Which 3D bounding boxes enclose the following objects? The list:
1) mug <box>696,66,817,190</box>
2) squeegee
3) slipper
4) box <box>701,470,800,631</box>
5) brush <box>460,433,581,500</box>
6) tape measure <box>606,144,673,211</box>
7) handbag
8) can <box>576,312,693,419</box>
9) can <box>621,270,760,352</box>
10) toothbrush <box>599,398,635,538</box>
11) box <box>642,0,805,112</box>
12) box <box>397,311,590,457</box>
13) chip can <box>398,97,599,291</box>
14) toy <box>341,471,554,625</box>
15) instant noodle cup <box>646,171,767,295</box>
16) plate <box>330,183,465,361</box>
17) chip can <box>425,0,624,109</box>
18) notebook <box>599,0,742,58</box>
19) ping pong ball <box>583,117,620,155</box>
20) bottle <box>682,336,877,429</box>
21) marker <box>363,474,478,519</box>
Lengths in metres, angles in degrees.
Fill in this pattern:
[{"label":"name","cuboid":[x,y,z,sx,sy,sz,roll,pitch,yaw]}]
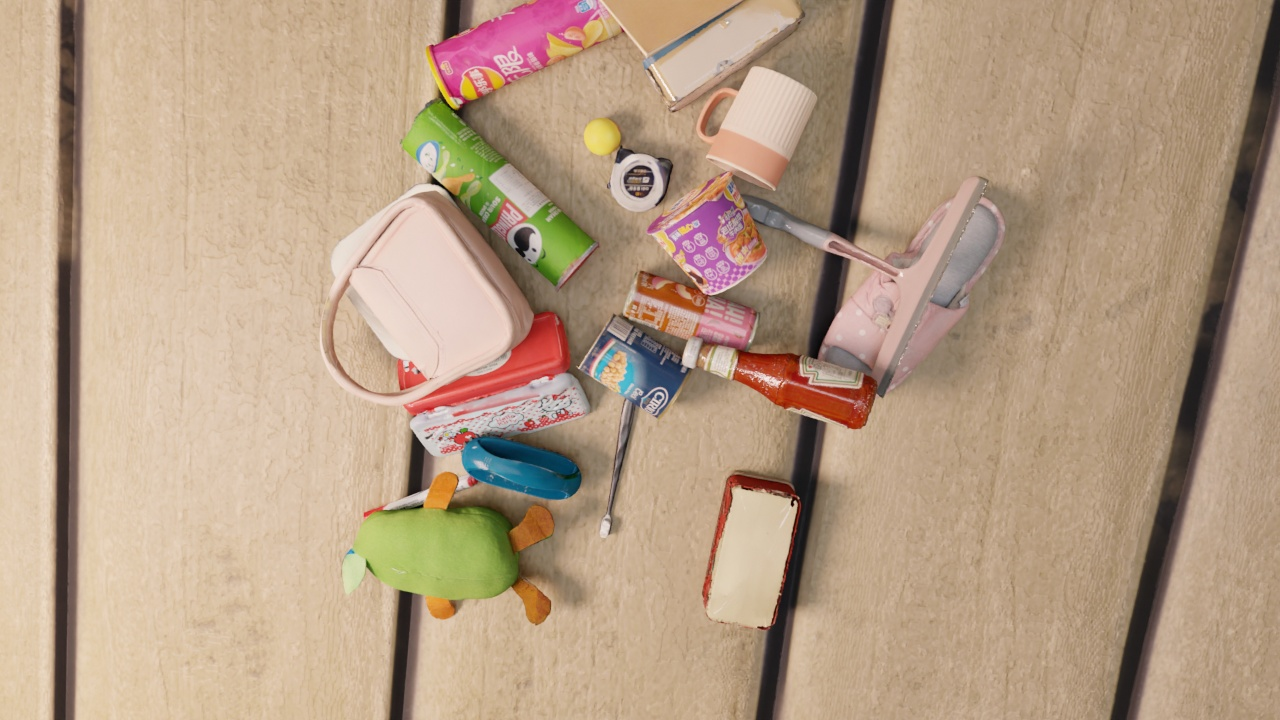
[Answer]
[{"label":"mug","cuboid":[0.118,-0.254,0.986,0.114,0.081,0.106,30,99,27]},{"label":"squeegee","cuboid":[0.206,-0.127,0.993,0.250,0.040,0.248,29,115,20]},{"label":"slipper","cuboid":[0.300,-0.065,1.017,0.114,0.054,0.274,38,100,-5]},{"label":"box","cuboid":[0.126,0.222,1.064,0.091,0.076,0.168,11,100,-1]},{"label":"brush","cuboid":[-0.133,0.124,1.043,0.143,0.073,0.055,19,90,-21]},{"label":"tape measure","cuboid":[-0.002,-0.198,1.017,0.066,0.033,0.066,17,98,1]},{"label":"handbag","cuboid":[-0.251,-0.047,0.994,0.234,0.093,0.193,-37,92,13]},{"label":"can","cuboid":[-0.006,0.006,1.032,0.111,0.075,0.075,33,99,-3]},{"label":"can","cuboid":[0.056,-0.052,1.028,0.147,0.058,0.058,19,100,-1]},{"label":"toothbrush","cuboid":[-0.027,0.125,1.084,0.015,0.018,0.181,12,99,3]},{"label":"box","cuboid":[0.092,-0.335,0.963,0.184,0.089,0.060,-35,96,5]},{"label":"box","cuboid":[-0.169,0.033,1.063,0.201,0.098,0.118,-16,67,6]},{"label":"chip can","cuboid":[-0.154,-0.181,1.008,0.236,0.072,0.072,42,99,-4]},{"label":"toy","cuboid":[-0.220,0.224,1.071,0.247,0.089,0.227,7,115,1]},{"label":"instant noodle cup","cuboid":[0.078,-0.132,0.991,0.111,0.111,0.099,-33,104,7]},{"label":"plate","cuboid":[-0.248,-0.098,1.040,0.164,0.034,0.163,-34,93,5]},{"label":"chip can","cuboid":[-0.119,-0.343,0.977,0.211,0.071,0.071,-23,98,6]},{"label":"notebook","cuboid":[0.011,-0.416,0.932,0.149,0.012,0.211,-33,71,-6]},{"label":"ping pong ball","cuboid":[-0.042,-0.246,1.007,0.040,0.040,0.040,0,100,2]},{"label":"bottle","cuboid":[0.147,0.019,0.984,0.206,0.059,0.060,17,100,10]},{"label":"marker","cuboid":[-0.263,0.165,1.100,0.145,0.017,0.017,-21,98,6]}]
